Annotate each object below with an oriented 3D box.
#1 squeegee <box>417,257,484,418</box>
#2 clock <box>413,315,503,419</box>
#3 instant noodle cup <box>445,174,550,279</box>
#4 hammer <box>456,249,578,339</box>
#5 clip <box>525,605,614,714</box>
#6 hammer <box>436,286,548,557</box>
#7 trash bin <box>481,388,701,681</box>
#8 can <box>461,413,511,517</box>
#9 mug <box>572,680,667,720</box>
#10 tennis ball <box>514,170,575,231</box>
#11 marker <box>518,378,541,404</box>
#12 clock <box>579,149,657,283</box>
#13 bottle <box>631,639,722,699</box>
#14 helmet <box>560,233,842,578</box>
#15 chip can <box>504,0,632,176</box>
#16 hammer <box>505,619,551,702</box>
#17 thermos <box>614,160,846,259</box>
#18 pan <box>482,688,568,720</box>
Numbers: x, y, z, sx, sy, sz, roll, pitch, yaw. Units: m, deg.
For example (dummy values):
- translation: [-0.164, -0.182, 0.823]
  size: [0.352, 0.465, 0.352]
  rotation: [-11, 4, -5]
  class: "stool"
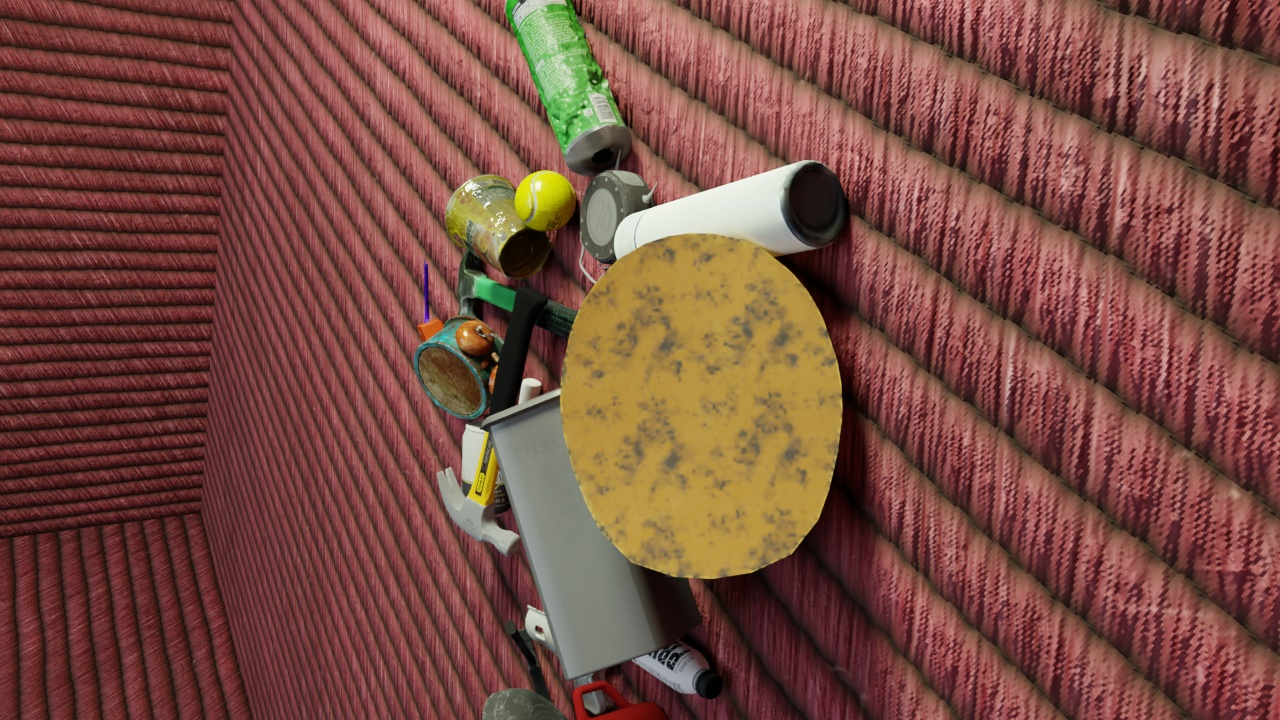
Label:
- translation: [-0.266, 0.000, 1.257]
  size: [0.184, 0.055, 0.250]
  rotation: [57, 157, 15]
  class: "squeegee"
- translation: [-0.204, 0.003, 1.140]
  size: [0.158, 0.073, 0.121]
  rotation: [-17, 110, 44]
  class: "clock"
- translation: [-0.161, -0.149, 1.070]
  size: [0.108, 0.102, 0.102]
  rotation: [45, 128, 38]
  class: "instant noodle cup"
- translation: [-0.145, -0.070, 1.106]
  size: [0.319, 0.032, 0.130]
  rotation: [24, 112, 52]
  class: "hammer"
- translation: [-0.073, 0.310, 0.997]
  size: [0.127, 0.110, 0.150]
  rotation: [0, 83, 58]
  class: "clip"
- translation: [-0.165, 0.068, 1.076]
  size: [0.127, 0.029, 0.324]
  rotation: [25, 112, 23]
  class: "hammer"
- translation: [-0.036, 0.148, 0.814]
  size: [0.098, 0.191, 0.219]
  rotation: [-22, 77, 9]
  class: "trash bin"
- translation: [-0.194, 0.131, 1.166]
  size: [0.064, 0.064, 0.127]
  rotation: [18, 108, 54]
  class: "can"
- translation: [-0.028, 0.380, 0.917]
  size: [0.081, 0.096, 0.116]
  rotation: [-34, 65, 52]
  class: "mug"
- translation: [-0.104, -0.174, 1.004]
  size: [0.065, 0.065, 0.065]
  rotation: [8, 99, 55]
  class: "tennis ball"
- translation: [-0.143, 0.088, 1.120]
  size: [0.023, 0.027, 0.133]
  rotation: [17, 112, 15]
  class: "marker"
- translation: [-0.022, -0.136, 0.905]
  size: [0.091, 0.043, 0.123]
  rotation: [50, 132, 41]
  class: "clock"
- translation: [0.033, 0.287, 0.867]
  size: [0.116, 0.041, 0.041]
  rotation: [11, 102, 55]
  class: "bottle"
- translation: [0.046, 0.040, 0.725]
  size: [0.131, 0.205, 0.255]
  rotation: [76, -169, -79]
  class: "helmet"
- translation: [-0.075, -0.294, 0.945]
  size: [0.076, 0.075, 0.223]
  rotation: [-49, 54, 46]
  class: "chip can"
- translation: [-0.125, 0.318, 0.995]
  size: [0.325, 0.015, 0.095]
  rotation: [96, 153, -66]
  class: "hammer"
- translation: [0.065, -0.110, 0.762]
  size: [0.231, 0.067, 0.068]
  rotation: [-3, 90, 55]
  class: "thermos"
- translation: [-0.050, 0.497, 0.953]
  size: [0.040, 0.207, 0.357]
  rotation: [-36, 78, 5]
  class: "pan"
